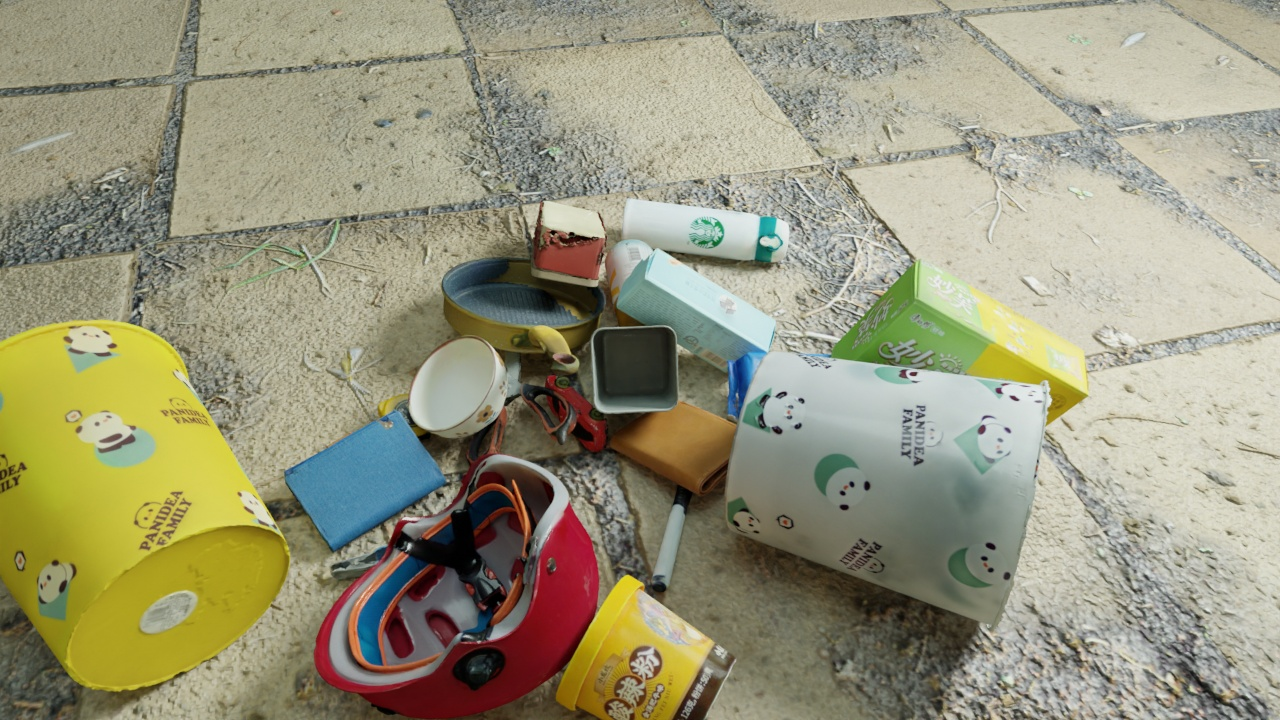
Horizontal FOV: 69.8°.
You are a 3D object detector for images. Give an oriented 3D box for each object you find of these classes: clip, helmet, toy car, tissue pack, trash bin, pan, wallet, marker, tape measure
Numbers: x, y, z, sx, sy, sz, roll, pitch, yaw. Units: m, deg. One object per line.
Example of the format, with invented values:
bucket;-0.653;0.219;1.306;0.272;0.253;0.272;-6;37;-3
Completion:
clip;-0.266;0.196;0.875;0.058;0.027;0.045;-8;52;-11
helmet;-0.136;0.211;0.777;0.239;0.144;0.207;-40;30;-12
toy car;-0.075;0.057;1.014;0.031;0.049;0.106;-27;52;-30
tissue pack;0.175;0.042;1.027;0.157;0.052;0.094;2;65;2
trash bin;0.226;0.104;0.865;0.252;0.230;0.228;13;44;19
pan;-0.119;-0.047;1.038;0.197;0.078;0.357;1;29;-17
wallet;-0.281;0.119;0.934;0.132;0.040;0.106;-31;68;-25
wallet;0.049;0.087;0.985;0.132;0.031;0.107;23;45;39
trash bin;-0.456;0.129;0.805;0.229;0.230;0.255;-32;59;-31
marker;0.033;0.173;0.916;0.018;0.023;0.130;31;42;-12
tape measure;-0.255;0.066;1.009;0.057;0.029;0.060;-22;66;-28

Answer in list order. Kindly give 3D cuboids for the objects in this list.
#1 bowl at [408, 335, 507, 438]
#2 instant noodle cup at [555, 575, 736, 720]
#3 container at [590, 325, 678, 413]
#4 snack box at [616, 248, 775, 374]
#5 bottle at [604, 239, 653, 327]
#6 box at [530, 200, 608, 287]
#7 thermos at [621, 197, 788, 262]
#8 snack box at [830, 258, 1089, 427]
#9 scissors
bowl;-0.186;0.036;0.986;0.114;0.062;0.113;-16;56;25
instant noodle cup;0.008;0.259;0.762;0.114;0.119;0.118;29;48;13
container;-0.006;0.006;1.005;0.090;0.090;0.114;-2;4;0
snack box;0.065;-0.053;1.060;0.175;0.074;0.051;30;55;-15
bottle;0.000;-0.071;1.139;0.068;0.068;0.189;-5;47;-8
box;-0.093;-0.160;1.172;0.091;0.080;0.168;10;20;-10
thermos;0.089;-0.176;1.254;0.224;0.073;0.073;8;44;5
snack box;0.327;0.010;0.958;0.210;0.158;0.069;28;46;-8
scissors;-0.141;0.045;1.013;0.189;0.015;0.226;-6;49;31
